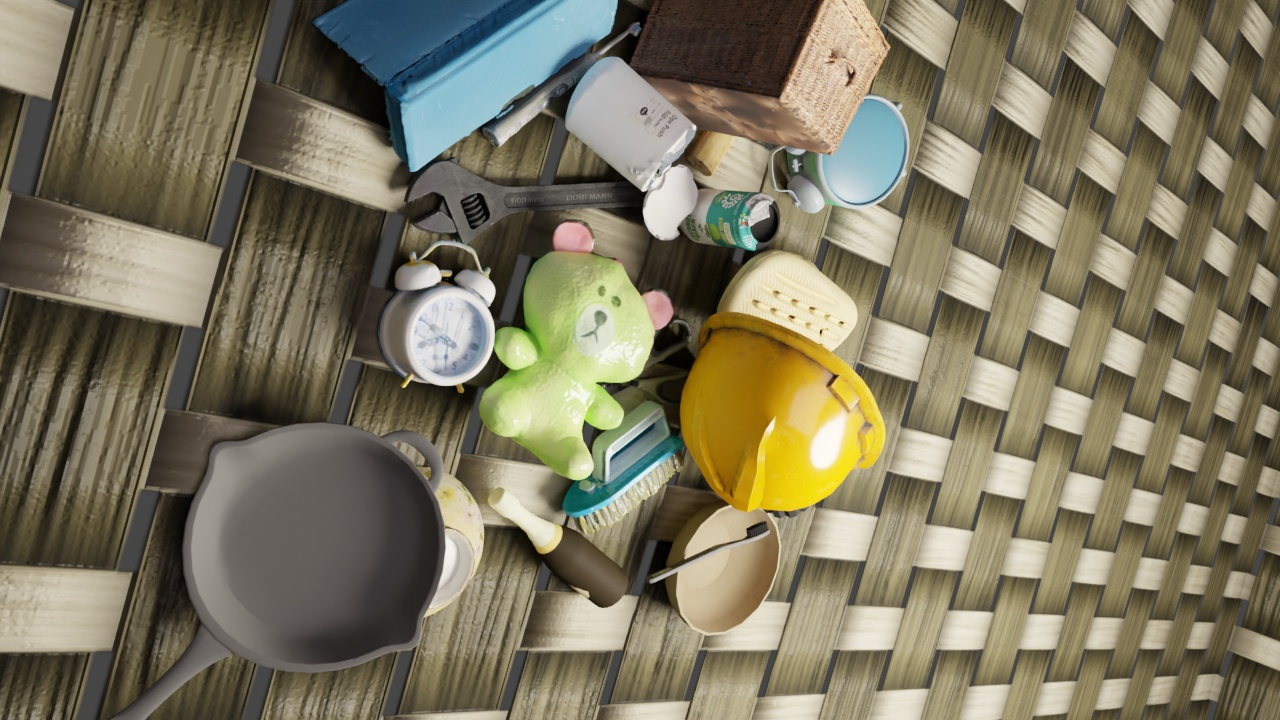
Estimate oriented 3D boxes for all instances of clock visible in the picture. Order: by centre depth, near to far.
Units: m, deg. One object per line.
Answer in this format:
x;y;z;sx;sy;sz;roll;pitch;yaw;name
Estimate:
-0.166;-0.037;0.762;0.088;0.052;0.125;6;95;-37;clock
0.206;-0.223;0.992;0.161;0.075;0.122;-19;114;-19;clock

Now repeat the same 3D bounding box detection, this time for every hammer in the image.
0.144;-0.330;0.939;0.132;0.033;0.330;41;76;-38;hammer

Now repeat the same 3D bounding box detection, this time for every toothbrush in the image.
-0.065;-0.248;0.804;0.185;0.024;0.022;-44;164;-21;toothbrush
0.073;0.202;0.963;0.167;0.013;0.013;-16;102;-33;toothbrush

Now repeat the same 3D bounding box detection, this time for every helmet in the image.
0.118;0.078;0.900;0.131;0.205;0.255;-55;147;-19;helmet

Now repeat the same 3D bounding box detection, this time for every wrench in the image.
-0.082;-0.146;0.821;0.272;0.018;0.073;-11;108;-37;wrench

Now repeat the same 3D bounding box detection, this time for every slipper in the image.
0.148;-0.063;0.982;0.111;0.079;0.261;-51;147;15;slipper

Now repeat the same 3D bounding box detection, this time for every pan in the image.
-0.295;0.186;0.707;0.354;0.024;0.216;-43;99;-8;pan

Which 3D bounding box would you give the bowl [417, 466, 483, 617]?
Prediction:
-0.188;0.168;0.787;0.145;0.063;0.145;-10;108;-35;bowl

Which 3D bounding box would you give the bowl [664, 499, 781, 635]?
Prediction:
0.084;0.222;1.018;0.152;0.050;0.152;-10;106;-35;bowl

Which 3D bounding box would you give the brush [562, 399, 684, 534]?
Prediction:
-0.023;0.106;0.903;0.135;0.055;0.075;-37;126;-25;brush

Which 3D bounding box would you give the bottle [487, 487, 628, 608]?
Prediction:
-0.081;0.177;0.883;0.045;0.045;0.184;-53;127;-15;bottle

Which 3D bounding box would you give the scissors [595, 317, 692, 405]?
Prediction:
0.000;0.022;0.927;0.150;0.013;0.164;47;70;-34;scissors

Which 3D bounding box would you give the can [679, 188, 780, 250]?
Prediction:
0.085;-0.138;0.895;0.054;0.102;0.055;-10;107;-36;can

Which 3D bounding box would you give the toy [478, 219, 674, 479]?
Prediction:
-0.064;-0.005;0.822;0.150;0.107;0.196;35;70;-21;toy

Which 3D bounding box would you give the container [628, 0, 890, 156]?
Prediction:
0.100;-0.269;0.813;0.113;0.199;0.112;28;87;-50;container

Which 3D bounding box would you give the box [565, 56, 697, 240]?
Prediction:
0.001;-0.187;0.831;0.147;0.136;0.084;41;69;2;box

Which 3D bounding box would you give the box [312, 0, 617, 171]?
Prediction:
-0.134;-0.271;0.741;0.231;0.112;0.094;-42;168;-20;box
